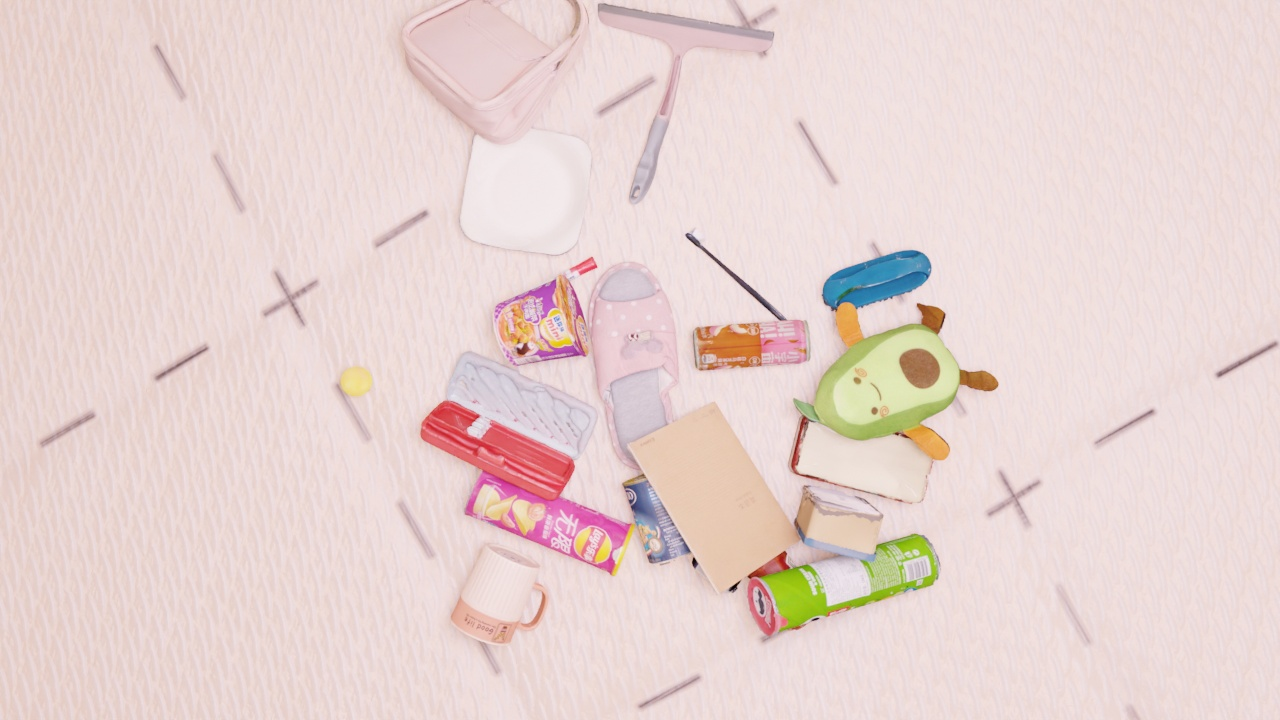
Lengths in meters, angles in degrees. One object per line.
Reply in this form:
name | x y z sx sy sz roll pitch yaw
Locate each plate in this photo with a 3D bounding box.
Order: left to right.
plate | -0.150 -0.224 1.216 0.163 0.034 0.164 10 88 2

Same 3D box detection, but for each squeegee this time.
squeegee | 0.028 -0.325 1.211 0.248 0.040 0.249 17 95 18

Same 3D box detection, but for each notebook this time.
notebook | 0.094 0.166 1.154 0.149 0.012 0.211 -24 76 -33

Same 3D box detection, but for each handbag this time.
handbag | -0.171 -0.412 1.193 0.193 0.093 0.234 42 78 18

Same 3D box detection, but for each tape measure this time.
tape measure | 0.100 0.267 1.177 0.066 0.066 0.033 36 94 3

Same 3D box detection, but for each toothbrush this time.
toothbrush | 0.130 -0.110 1.212 0.181 0.016 0.018 44 81 3

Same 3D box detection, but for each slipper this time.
slipper | -0.007 0.007 1.194 0.114 0.054 0.274 -6 88 2

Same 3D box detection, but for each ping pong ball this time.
ping pong ball | -0.376 0.028 1.214 0.040 0.040 0.040 0 88 2

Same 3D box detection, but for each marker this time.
marker | -0.124 -0.099 1.220 0.145 0.017 0.017 -27 87 1

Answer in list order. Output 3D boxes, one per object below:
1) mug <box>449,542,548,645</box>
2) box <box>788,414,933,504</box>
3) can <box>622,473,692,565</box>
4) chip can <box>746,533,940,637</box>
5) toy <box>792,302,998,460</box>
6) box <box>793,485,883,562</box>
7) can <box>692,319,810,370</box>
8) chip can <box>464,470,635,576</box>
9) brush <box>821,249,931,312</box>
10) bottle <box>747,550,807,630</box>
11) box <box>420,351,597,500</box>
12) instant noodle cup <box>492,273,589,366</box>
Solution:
mug | -0.172 0.305 1.185 0.114 0.082 0.106 25 88 -24
box | 0.281 0.126 1.169 0.168 0.076 0.091 14 88 3
can | 0.030 0.198 1.177 0.075 0.075 0.111 -19 88 1
chip can | 0.252 0.274 1.130 0.235 0.072 0.072 -11 88 -19
toy | 0.316 0.022 1.136 0.246 0.090 0.227 -27 73 -17
box | 0.240 0.196 1.116 0.090 0.184 0.060 13 92 8
can | 0.143 -0.020 1.187 0.147 0.058 0.058 -4 88 2
chip can | -0.117 0.207 1.184 0.210 0.071 0.071 21 89 3
brush | 0.304 -0.105 1.176 0.144 0.073 0.055 -17 80 1
bottle | 0.153 0.249 1.180 0.060 0.060 0.206 -36 87 1
box | -0.167 0.079 1.180 0.201 0.118 0.098 25 121 4
instant noodle cup | -0.129 -0.046 1.179 0.099 0.111 0.111 -15 88 11
